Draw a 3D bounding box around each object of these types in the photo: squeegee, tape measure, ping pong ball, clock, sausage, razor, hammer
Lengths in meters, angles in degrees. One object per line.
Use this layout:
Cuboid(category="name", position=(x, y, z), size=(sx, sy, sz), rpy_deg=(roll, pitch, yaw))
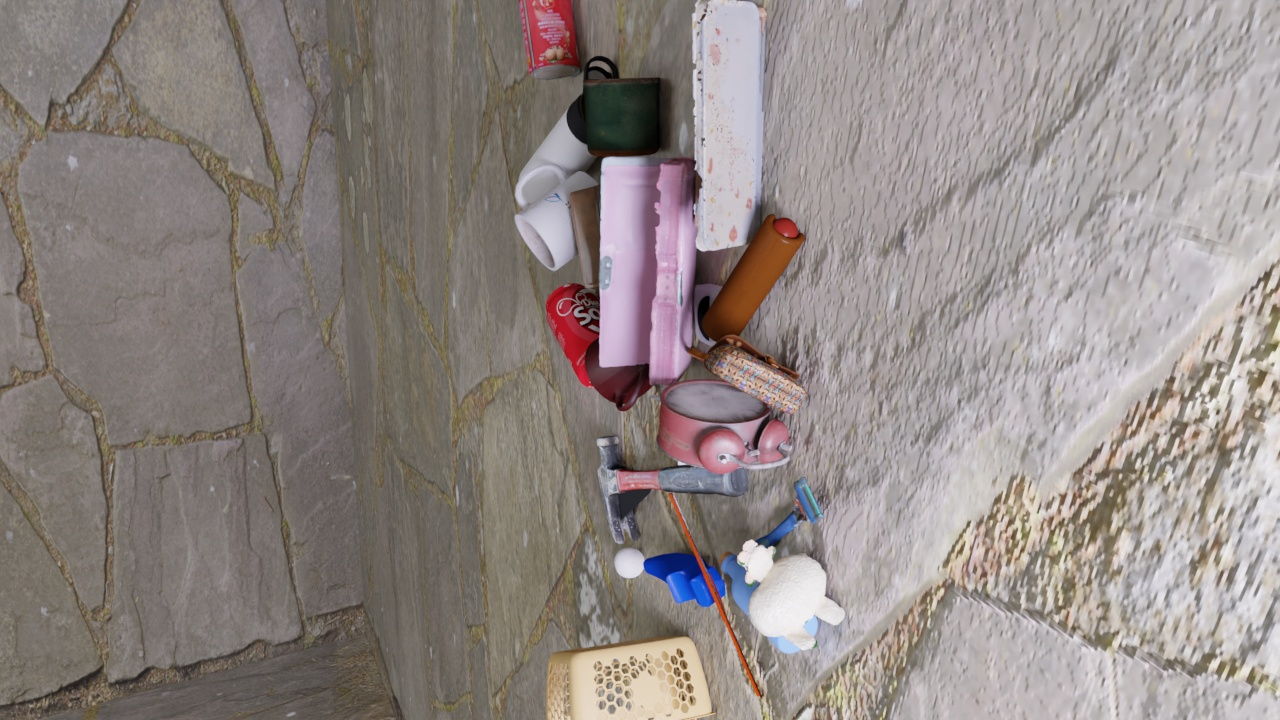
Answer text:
Cuboid(category="squeegee", position=(0.054, 0.250, 1.058), size=(0.185, 0.055, 0.249), rpy_deg=(-5, 111, 63))
Cuboid(category="tape measure", position=(0.080, -0.048, 0.960), size=(0.064, 0.016, 0.065), rpy_deg=(24, 119, 59))
Cuboid(category="ping pong ball", position=(-0.015, 0.266, 1.209), size=(0.040, 0.040, 0.040), rpy_deg=(28, 122, 58))
Cuboid(category="clock", position=(0.081, 0.074, 0.890), size=(0.157, 0.109, 0.062), rpy_deg=(36, 128, 55))
Cuboid(category="sausage", position=(0.105, -0.075, 0.871), size=(0.040, 0.040, 0.156), rpy_deg=(64, 144, 30))
Cuboid(category="razor", position=(0.142, 0.160, 0.900), size=(0.044, 0.018, 0.141), rpy_deg=(67, 153, 25))
Cuboid(category="hammer", position=(0.031, 0.152, 1.097), size=(0.327, 0.036, 0.140), rpy_deg=(-16, 82, 62))

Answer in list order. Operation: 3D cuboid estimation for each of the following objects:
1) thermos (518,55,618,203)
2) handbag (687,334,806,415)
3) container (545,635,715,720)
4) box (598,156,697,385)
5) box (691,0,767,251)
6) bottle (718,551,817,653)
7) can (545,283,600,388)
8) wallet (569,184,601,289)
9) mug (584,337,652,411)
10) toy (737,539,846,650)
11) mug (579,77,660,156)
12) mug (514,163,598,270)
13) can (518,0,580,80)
Cuboid(category="thermos", position=(-0.091, -0.283, 1.176), size=(0.230, 0.068, 0.101), rpy_deg=(148, 124, -60))
Cuboid(category="handbag", position=(0.092, 0.003, 0.904), size=(0.043, 0.093, 0.196), rpy_deg=(-63, 17, 1))
Cuboid(category="container", position=(-0.013, 0.426, 1.101), size=(0.129, 0.183, 0.167), rpy_deg=(147, 120, -61))
Cuboid(category="box", position=(0.001, -0.097, 0.970), size=(0.099, 0.107, 0.233), rpy_deg=(-53, -34, -69))
Cuboid(category="box", position=(0.067, -0.216, 0.851), size=(0.115, 0.095, 0.217), rpy_deg=(-149, 56, -61))
Cuboid(category="bottle", position=(0.121, 0.237, 0.929), size=(0.131, 0.048, 0.048), rpy_deg=(40, 132, 52))
Cuboid(category="can", position=(-0.069, -0.032, 1.188), size=(0.142, 0.074, 0.075), rpy_deg=(58, 145, 38))
Cuboid(category="wallet", position=(-0.027, -0.149, 1.069), size=(0.099, 0.027, 0.121), rpy_deg=(-11, 88, 18))
Cuboid(category="mug", position=(-0.006, 0.006, 1.066), size=(0.089, 0.087, 0.113), rpy_deg=(-33, 39, 42))
Cuboid(category="toy", position=(0.135, 0.216, 0.854), size=(0.112, 0.087, 0.050), rpy_deg=(40, 156, 14))
Cuboid(category="mug", position=(-0.029, -0.272, 1.024), size=(0.111, 0.084, 0.081), rpy_deg=(16, 114, 44))
Cuboid(category="mug", position=(-0.103, -0.187, 1.137), size=(0.119, 0.096, 0.083), rpy_deg=(51, 165, 3))
Cuboid(category="can", position=(-0.118, -0.428, 1.175), size=(0.067, 0.066, 0.124), rpy_deg=(-3, 95, 63))
